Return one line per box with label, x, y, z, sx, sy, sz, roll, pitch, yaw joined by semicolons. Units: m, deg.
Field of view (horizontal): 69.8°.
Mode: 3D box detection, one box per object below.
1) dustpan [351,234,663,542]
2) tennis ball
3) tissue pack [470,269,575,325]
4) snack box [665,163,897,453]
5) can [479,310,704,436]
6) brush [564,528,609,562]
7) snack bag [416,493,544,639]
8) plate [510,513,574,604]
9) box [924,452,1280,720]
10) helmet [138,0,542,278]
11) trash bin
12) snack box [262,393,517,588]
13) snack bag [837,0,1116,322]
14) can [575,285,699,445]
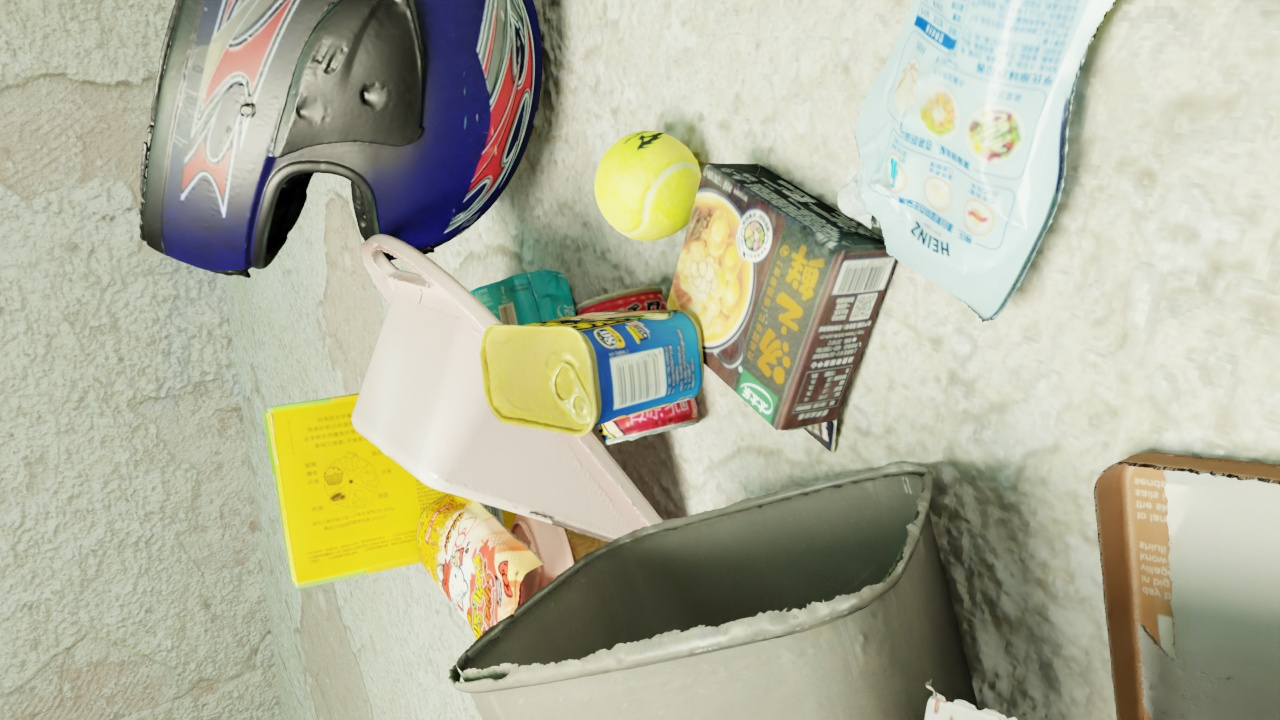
dustpan;-0.089;0.026;0.657;0.223;0.273;0.138;16;84;52
tennis ball;0.005;-0.105;0.553;0.065;0.065;0.065;26;122;53
tissue pack;-0.099;-0.022;0.766;0.134;0.050;0.093;-5;97;59
snack box;0.070;-0.028;0.495;0.113;0.053;0.126;45;130;43
can;-0.027;0.002;0.513;0.102;0.083;0.057;3;103;48
brush;-0.071;0.213;0.817;0.083;0.045;0.255;60;149;21
snack bag;-0.119;0.176;0.717;0.208;0.073;0.129;-153;63;-63
plate;-0.080;0.227;0.731;0.230;0.028;0.229;177;90;-72
box;0.202;0.113;0.264;0.183;0.155;0.187;-3;68;56
helmet;-0.202;-0.190;0.675;0.247;0.240;0.316;-117;47;-69
trash bin;0.062;0.187;0.411;0.199;0.198;0.219;-19;90;24
snack box;-0.220;0.103;0.833;0.070;0.209;0.157;165;96;-66
snack bag;0.134;-0.121;0.364;0.110;0.038;0.191;39;134;40
can;-0.004;0.004;0.602;0.067;0.066;0.093;-20;82;59
